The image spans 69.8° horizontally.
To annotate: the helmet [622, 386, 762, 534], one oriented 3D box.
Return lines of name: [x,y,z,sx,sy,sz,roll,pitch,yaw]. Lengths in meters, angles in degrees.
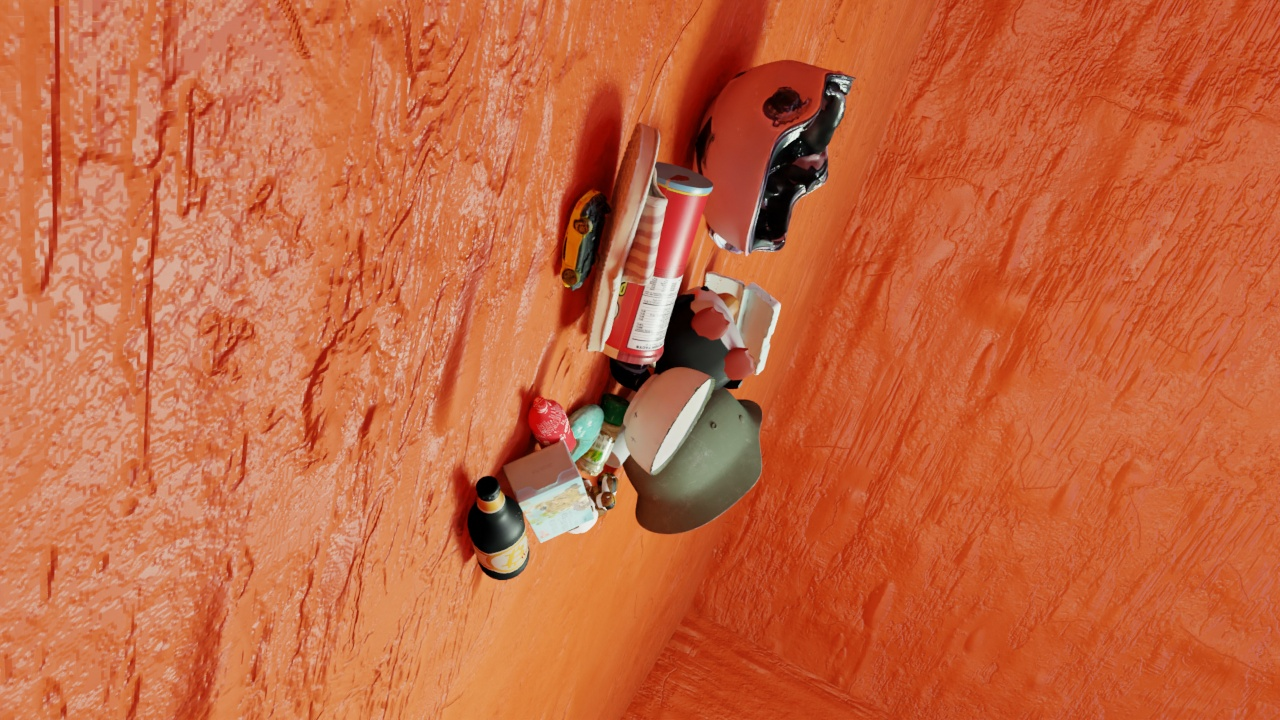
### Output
helmet: [0.066,0.116,1.414,0.267,0.227,0.154,-46,117,-28]

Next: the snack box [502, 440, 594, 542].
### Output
snack box: [-0.104,0.156,1.068,0.075,0.053,0.175,-22,155,-8]

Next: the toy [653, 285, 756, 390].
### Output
toy: [0.081,-0.037,1.336,0.140,0.159,0.183,-30,-160,18]

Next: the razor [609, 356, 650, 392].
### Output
razor: [-0.007,0.007,1.227,0.063,0.053,0.140,-56,166,-11]

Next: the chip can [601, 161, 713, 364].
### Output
chip can: [0.011,-0.108,1.033,0.086,0.087,0.214,-39,149,-60]

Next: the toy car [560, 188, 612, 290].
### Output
toy car: [-0.056,-0.115,0.889,0.048,0.030,0.107,-51,162,-48]

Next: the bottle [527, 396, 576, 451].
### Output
bottle: [-0.101,0.072,1.019,0.041,0.042,0.142,-60,165,-19]

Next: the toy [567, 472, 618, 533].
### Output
toy: [-0.081,0.196,1.238,0.112,0.087,0.067,-12,87,-58]

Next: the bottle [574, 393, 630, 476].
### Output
bottle: [-0.052,0.100,1.243,0.111,0.043,0.043,-66,166,11]

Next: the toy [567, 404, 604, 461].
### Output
toy: [-0.077,0.094,1.170,0.085,0.033,0.105,-49,163,-16]

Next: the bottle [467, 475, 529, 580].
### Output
bottle: [-0.152,0.172,0.968,0.059,0.059,0.182,-56,163,-30]

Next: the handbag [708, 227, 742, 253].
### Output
handbag: [0.163,-0.245,1.399,0.126,0.069,0.158,-65,180,-87]

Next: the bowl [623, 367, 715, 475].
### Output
bowl: [0.029,0.071,1.222,0.153,0.073,0.154,-53,166,-20]

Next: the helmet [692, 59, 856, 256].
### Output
helmet: [0.146,-0.257,1.128,0.254,0.152,0.230,-58,167,-21]

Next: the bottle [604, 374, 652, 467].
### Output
bottle: [0.004,0.066,1.334,0.194,0.052,0.053,-52,161,-29]

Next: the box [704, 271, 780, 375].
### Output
box: [0.164,-0.065,1.544,0.044,0.136,0.197,-51,161,-30]

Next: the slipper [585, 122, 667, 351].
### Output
slipper: [-0.012,-0.112,0.927,0.114,0.052,0.264,-90,-166,-46]

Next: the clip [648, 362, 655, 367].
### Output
clip: [0.015,0.000,1.360,0.050,0.026,0.060,-68,173,32]
